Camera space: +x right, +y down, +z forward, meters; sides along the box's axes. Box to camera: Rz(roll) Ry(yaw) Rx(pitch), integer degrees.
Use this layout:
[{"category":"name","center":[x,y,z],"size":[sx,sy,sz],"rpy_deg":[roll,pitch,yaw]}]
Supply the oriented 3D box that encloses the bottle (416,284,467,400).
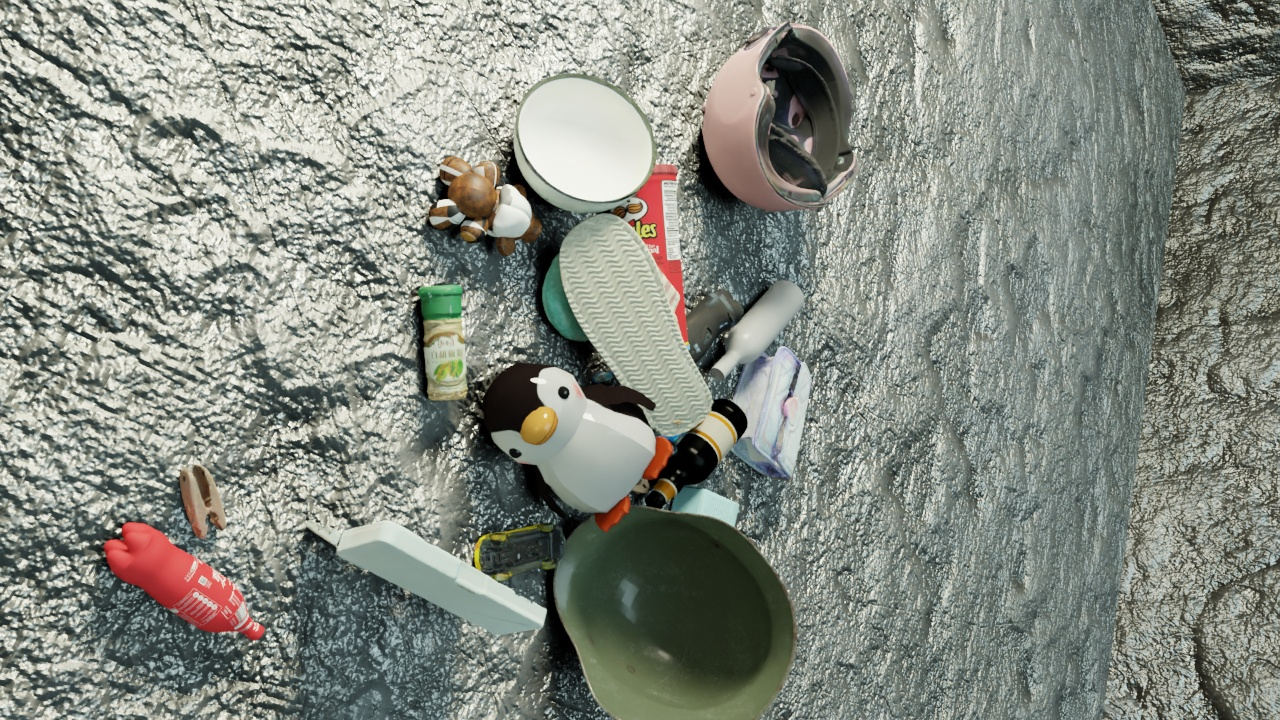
[{"category":"bottle","center":[-0.191,-0.017,0.890],"size":[0.043,0.043,0.111],"rpy_deg":[-7,95,-46]}]

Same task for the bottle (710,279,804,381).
[{"category":"bottle","center":[0.154,-0.037,1.242],"size":[0.194,0.053,0.052],"rpy_deg":[-45,120,-37]}]

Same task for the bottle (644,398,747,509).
[{"category":"bottle","center":[0.065,0.122,1.142],"size":[0.181,0.059,0.059],"rpy_deg":[-44,120,-37]}]

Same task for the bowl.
[{"category":"bowl","center":[-0.066,-0.222,0.980],"size":[0.153,0.073,0.153],"rpy_deg":[7,70,-20]}]

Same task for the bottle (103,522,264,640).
[{"category":"bottle","center":[-0.352,0.179,0.718],"size":[0.141,0.042,0.041],"rpy_deg":[52,55,-33]}]

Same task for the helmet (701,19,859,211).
[{"category":"helmet","center":[0.177,-0.309,1.199],"size":[0.230,0.153,0.254],"rpy_deg":[43,58,-33]}]

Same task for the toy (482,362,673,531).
[{"category":"toy","center":[-0.084,0.068,0.963],"size":[0.184,0.140,0.159],"rpy_deg":[36,97,-30]}]

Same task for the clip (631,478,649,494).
[{"category":"clip","center":[-0.010,0.148,1.092],"size":[0.060,0.026,0.049],"rpy_deg":[-35,124,-49]}]

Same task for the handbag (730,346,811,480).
[{"category":"handbag","center":[0.189,0.072,1.269],"size":[0.126,0.069,0.158],"rpy_deg":[39,60,-40]}]

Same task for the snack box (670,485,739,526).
[{"category":"snack box","center":[0.066,0.249,1.146],"size":[0.075,0.053,0.174],"rpy_deg":[28,71,-42]}]

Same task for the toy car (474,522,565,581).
[{"category":"toy car","center":[-0.125,0.199,0.963],"size":[0.106,0.030,0.049],"rpy_deg":[-3,90,-40]}]

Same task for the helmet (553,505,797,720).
[{"category":"helmet","center":[0.035,0.274,1.013],"size":[0.227,0.268,0.154],"rpy_deg":[-56,169,-4]}]

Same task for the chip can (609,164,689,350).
[{"category":"chip can","center":[0.009,-0.115,1.069],"size":[0.086,0.087,0.213],"rpy_deg":[-11,98,-46]}]

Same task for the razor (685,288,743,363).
[{"category":"razor","center":[0.081,-0.036,1.158],"size":[0.140,0.064,0.053],"rpy_deg":[-49,122,-36]}]

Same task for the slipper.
[{"category":"slipper","center":[-0.002,-0.039,1.010],"size":[0.115,0.052,0.263],"rpy_deg":[-28,107,-3]}]

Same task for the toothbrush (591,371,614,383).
[{"category":"toothbrush","center":[-0.007,0.006,1.100],"size":[0.134,0.017,0.021],"rpy_deg":[-19,105,-44]}]

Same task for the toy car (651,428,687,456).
[{"category":"toy car","center":[0.033,0.081,1.116],"size":[0.043,0.056,0.119],"rpy_deg":[54,48,-14]}]

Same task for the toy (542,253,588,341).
[{"category":"toy","center":[-0.077,-0.066,1.019],"size":[0.084,0.033,0.105],"rpy_deg":[-47,121,-49]}]

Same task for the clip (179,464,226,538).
[{"category":"clip","center":[-0.348,0.112,0.737],"size":[0.049,0.026,0.061],"rpy_deg":[24,74,-45]}]

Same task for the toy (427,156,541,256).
[{"category":"toy","center":[-0.150,-0.152,0.925],"size":[0.112,0.067,0.087],"rpy_deg":[27,70,-52]}]

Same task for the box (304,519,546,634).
[{"category":"box","center":[-0.191,0.195,0.817],"size":[0.197,0.136,0.044],"rpy_deg":[43,55,-37]}]
